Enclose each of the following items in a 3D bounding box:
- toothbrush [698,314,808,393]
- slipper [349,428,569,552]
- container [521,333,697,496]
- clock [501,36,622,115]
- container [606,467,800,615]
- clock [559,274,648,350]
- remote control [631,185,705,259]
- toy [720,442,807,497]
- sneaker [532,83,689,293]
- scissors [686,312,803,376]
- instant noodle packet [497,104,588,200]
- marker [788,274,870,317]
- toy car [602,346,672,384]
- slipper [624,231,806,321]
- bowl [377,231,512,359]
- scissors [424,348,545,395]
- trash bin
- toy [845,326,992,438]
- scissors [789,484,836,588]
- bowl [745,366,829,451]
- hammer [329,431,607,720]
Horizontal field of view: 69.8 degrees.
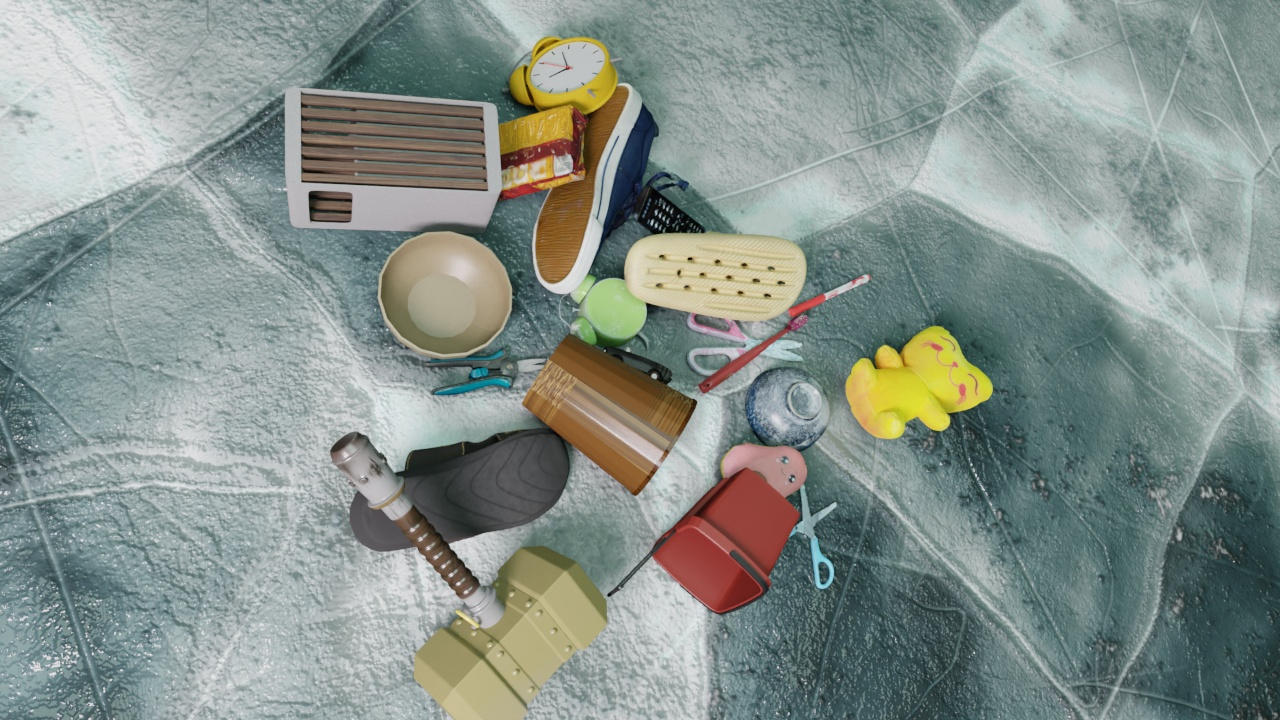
[{"bbox_3d":[0.149,-0.011,1.186,0.189,0.016,0.016,-33,91,-26],"label":"toothbrush"},{"bbox_3d":[-0.195,0.142,1.015,0.267,0.076,0.113,-15,88,-36],"label":"slipper"},{"bbox_3d":[-0.040,0.056,1.064,0.167,0.132,0.132,33,67,-1],"label":"container"},{"bbox_3d":[-0.101,-0.366,1.176,0.152,0.052,0.113,19,65,26],"label":"clock"},{"bbox_3d":[0.074,0.229,1.037,0.127,0.148,0.200,42,58,2],"label":"container"},{"bbox_3d":[-0.042,-0.060,1.136,0.119,0.043,0.094,3,73,-17],"label":"clock"},{"bbox_3d":[0.034,-0.172,1.155,0.022,0.150,0.047,20,87,34],"label":"remote control"},{"bbox_3d":[0.155,0.140,1.140,0.109,0.051,0.090,-17,82,-23],"label":"toy"},{"bbox_3d":[-0.036,-0.199,1.162,0.127,0.121,0.294,40,62,-42],"label":"sneaker"},{"bbox_3d":[0.140,-0.006,1.199,0.178,0.016,0.102,16,70,-17],"label":"scissors"},{"bbox_3d":[-0.128,-0.255,1.132,0.136,0.039,0.098,-10,76,20],"label":"instant noodle packet"},{"bbox_3d":[0.262,-0.091,1.262,0.142,0.013,0.013,-24,84,-23],"label":"marker"},{"bbox_3d":[-0.007,0.007,1.129,0.092,0.040,0.037,20,69,-10],"label":"toy car"},{"bbox_3d":[0.089,-0.111,1.174,0.261,0.079,0.111,1,100,-27],"label":"slipper"},{"bbox_3d":[-0.229,-0.071,1.072,0.152,0.051,0.152,5,74,-17],"label":"bowl"},{"bbox_3d":[-0.183,0.018,1.080,0.127,0.019,0.141,38,62,-8],"label":"scissors"},{"bbox_3d":[-0.286,-0.226,1.062,0.228,0.115,0.114,-1,75,-19],"label":"trash bin"},{"bbox_3d":[0.367,0.040,1.222,0.193,0.088,0.134,-23,66,-26],"label":"toy"},{"bbox_3d":[0.207,0.230,1.154,0.135,0.015,0.133,-30,87,-18],"label":"scissors"},{"bbox_3d":[0.198,0.058,1.173,0.114,0.061,0.114,5,74,-18],"label":"bowl"},{"bbox_3d":[-0.193,0.199,0.911,0.189,0.101,0.325,-44,117,-24],"label":"hammer"}]
